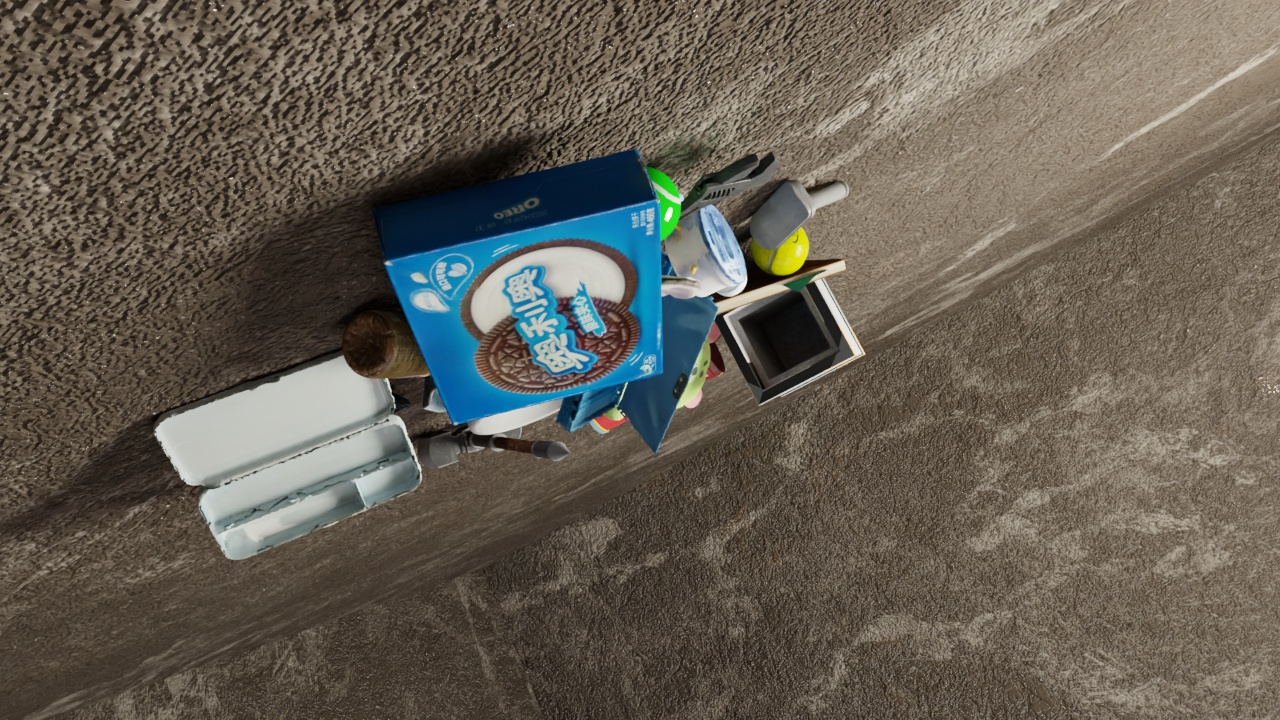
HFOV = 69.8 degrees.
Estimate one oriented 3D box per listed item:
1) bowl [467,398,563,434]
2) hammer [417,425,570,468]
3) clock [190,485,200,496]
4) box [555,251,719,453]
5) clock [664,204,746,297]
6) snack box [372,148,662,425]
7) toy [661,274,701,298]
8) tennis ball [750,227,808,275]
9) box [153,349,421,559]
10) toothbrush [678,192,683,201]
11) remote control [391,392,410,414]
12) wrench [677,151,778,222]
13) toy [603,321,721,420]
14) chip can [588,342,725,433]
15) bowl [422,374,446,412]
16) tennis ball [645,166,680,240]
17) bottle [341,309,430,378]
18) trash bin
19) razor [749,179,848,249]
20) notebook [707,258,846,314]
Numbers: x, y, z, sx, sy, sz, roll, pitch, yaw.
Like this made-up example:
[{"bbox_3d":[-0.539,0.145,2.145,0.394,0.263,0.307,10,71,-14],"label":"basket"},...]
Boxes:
[{"bbox_3d":[-0.135,0.024,1.113,0.176,0.066,0.177,-24,168,-6],"label":"bowl"},{"bbox_3d":[-0.167,0.107,1.175,0.155,0.043,0.323,-18,-171,-31],"label":"hammer"},{"bbox_3d":[-0.395,0.115,0.970,0.157,0.072,0.120,-26,168,-3],"label":"clock"},{"bbox_3d":[-0.004,0.007,1.007,0.094,0.111,0.232,-25,148,-42],"label":"box"},{"bbox_3d":[0.072,-0.108,0.929,0.052,0.088,0.125,-25,167,24],"label":"clock"},{"bbox_3d":[-0.083,-0.048,0.730,0.195,0.056,0.239,-14,149,-6],"label":"snack box"},{"bbox_3d":[-0.052,-0.057,0.871,0.159,0.084,0.195,12,160,-30],"label":"toy"},{"bbox_3d":[0.160,-0.131,1.059,0.065,0.065,0.065,-24,168,-6],"label":"tennis ball"},{"bbox_3d":[-0.330,0.089,0.883,0.209,0.045,0.192,-23,128,-15],"label":"box"},{"bbox_3d":[-0.023,-0.131,0.817,0.154,0.016,0.022,-18,156,-32],"label":"toothbrush"},{"bbox_3d":[-0.292,0.041,0.988,0.047,0.022,0.150,-25,169,-3],"label":"remote control"},{"bbox_3d":[0.017,-0.125,0.853,0.274,0.018,0.073,-26,171,41],"label":"wrench"},{"bbox_3d":[0.017,0.007,1.262,0.196,0.107,0.150,-6,114,-51],"label":"toy"},{"bbox_3d":[0.016,0.029,1.391,0.214,0.087,0.087,-28,167,17],"label":"chip can"},{"bbox_3d":[-0.187,0.009,0.979,0.110,0.055,0.110,-24,168,-6],"label":"bowl"},{"bbox_3d":[0.001,-0.128,0.760,0.065,0.065,0.065,-24,168,-6],"label":"tennis ball"},{"bbox_3d":[-0.201,-0.014,0.852,0.060,0.059,0.165,-30,168,21],"label":"bottle"},{"bbox_3d":[0.220,-0.038,1.327,0.143,0.142,0.246,-29,173,15],"label":"trash bin"},{"bbox_3d":[0.187,-0.173,1.009,0.116,0.047,0.088,-27,170,-33],"label":"razor"},{"bbox_3d":[0.120,-0.087,1.105,0.248,0.014,0.179,-20,-167,-25],"label":"notebook"}]
